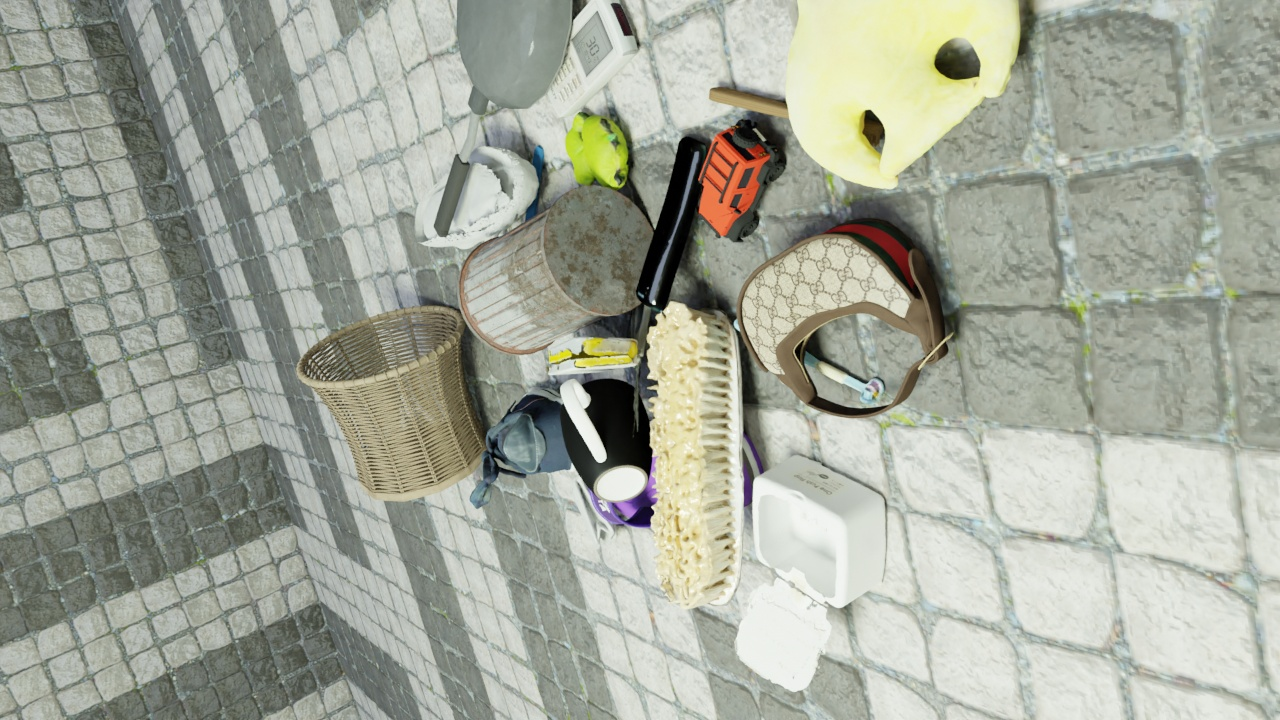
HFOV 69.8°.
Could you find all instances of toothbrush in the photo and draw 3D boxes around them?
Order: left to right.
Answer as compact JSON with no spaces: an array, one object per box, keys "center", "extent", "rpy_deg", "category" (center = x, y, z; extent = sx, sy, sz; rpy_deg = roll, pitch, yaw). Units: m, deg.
[{"center":[-0.126,-0.165,1.027],"extent":[0.016,0.014,0.167],"rpy_deg":[46,140,30],"category":"toothbrush"},{"center":[0.111,-0.183,0.681],"extent":[0.167,0.016,0.016],"rpy_deg":[30,131,42],"category":"toothbrush"},{"center":[0.133,-0.003,0.753],"extent":[0.155,0.016,0.022],"rpy_deg":[31,89,42],"category":"toothbrush"}]

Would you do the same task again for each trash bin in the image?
[{"center":[-0.090,-0.083,0.920],"extent":[0.212,0.130,0.131],"rpy_deg":[-17,94,56],"category":"trash bin"}]

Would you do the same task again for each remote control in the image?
[{"center":[-0.051,-0.278,0.845],"extent":[0.139,0.025,0.060],"rpy_deg":[-23,89,57],"category":"remote control"},{"center":[0.026,-0.118,0.799],"extent":[0.041,0.020,0.152],"rpy_deg":[42,121,52],"category":"remote control"}]

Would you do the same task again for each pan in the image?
[{"center":[-0.163,-0.270,0.930],"extent":[0.178,0.041,0.358],"rpy_deg":[57,136,32],"category":"pan"}]

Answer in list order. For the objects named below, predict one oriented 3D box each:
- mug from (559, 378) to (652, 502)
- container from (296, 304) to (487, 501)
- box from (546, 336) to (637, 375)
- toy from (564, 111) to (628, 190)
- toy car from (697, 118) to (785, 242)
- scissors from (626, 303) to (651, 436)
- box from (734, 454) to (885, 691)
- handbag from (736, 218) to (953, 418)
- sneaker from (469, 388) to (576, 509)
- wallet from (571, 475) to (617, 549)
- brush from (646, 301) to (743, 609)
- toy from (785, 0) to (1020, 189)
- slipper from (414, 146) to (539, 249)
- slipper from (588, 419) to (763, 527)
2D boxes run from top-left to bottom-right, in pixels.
[{"center":[-0.036,0.070,0.860],"extent":[0.119,0.085,0.100],"rpy_deg":[51,-166,-42],"category":"mug"},{"center":[-0.326,0.059,1.267],"extent":[0.227,0.226,0.196],"rpy_deg":[20,131,49],"category":"container"},{"center":[-0.052,-0.004,0.913],"extent":[0.210,0.064,0.033],"rpy_deg":[173,95,-77],"category":"box"},{"center":[-0.042,-0.198,0.872],"extent":[0.094,0.036,0.094],"rpy_deg":[-37,71,61],"category":"toy"},{"center":[0.072,-0.140,0.729],"extent":[0.051,0.048,0.100],"rpy_deg":[51,143,24],"category":"toy car"},{"center":[-0.001,-0.008,0.862],"extent":[0.169,0.012,0.132],"rpy_deg":[-102,25,-67],"category":"scissors"},{"center":[0.144,0.182,0.790],"extent":[0.111,0.083,0.190],"rpy_deg":[24,111,48],"category":"box"},{"center":[0.152,-0.026,0.675],"extent":[0.167,0.063,0.138],"rpy_deg":[-29,89,50],"category":"handbag"},{"center":[-0.145,0.097,1.060],"extent":[0.295,0.127,0.120],"rpy_deg":[166,96,-75],"category":"sneaker"},{"center":[-0.055,0.178,1.082],"extent":[0.086,0.032,0.116],"rpy_deg":[64,170,9],"category":"wallet"},{"center":[0.050,0.084,0.818],"extent":[0.083,0.056,0.271],"rpy_deg":[-2,88,52],"category":"brush"},{"center":[0.151,-0.198,0.571],"extent":[0.171,0.064,0.155],"rpy_deg":[-43,71,49],"category":"toy"},{"center":[-0.185,-0.175,1.049],"extent":[0.247,0.074,0.112],"rpy_deg":[-10,92,56],"category":"slipper"},{"center":[0.007,0.123,0.941],"extent":[0.267,0.083,0.107],"rpy_deg":[-13,98,56],"category":"slipper"}]
